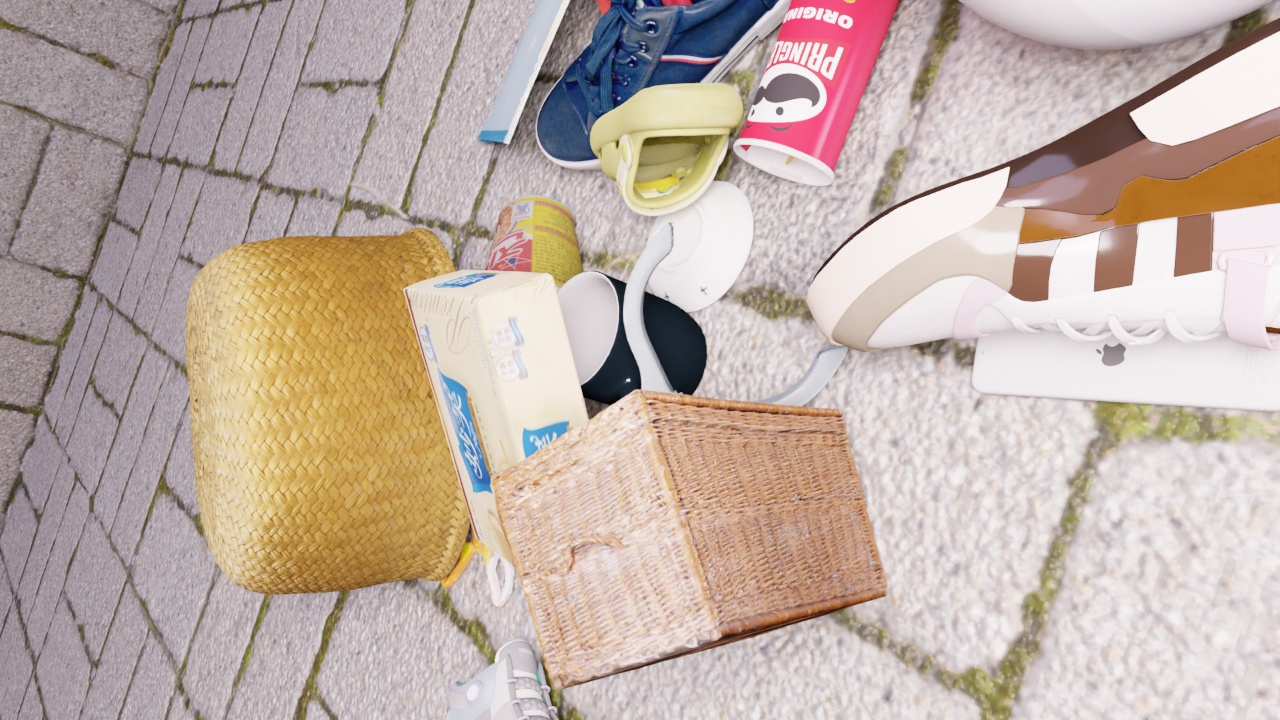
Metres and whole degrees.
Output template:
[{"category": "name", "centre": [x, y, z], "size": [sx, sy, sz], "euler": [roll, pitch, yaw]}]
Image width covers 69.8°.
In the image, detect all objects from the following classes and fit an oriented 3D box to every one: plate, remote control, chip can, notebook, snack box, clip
[{"category": "plate", "centre": [0.036, -0.089, 0.684], "size": [0.105, 0.026, 0.104], "euler": [-19, 63, 42]}, {"category": "remote control", "centre": [0.235, -0.002, 0.451], "size": [0.147, 0.008, 0.045], "euler": [3, 78, 47]}, {"category": "chip can", "centre": [0.132, -0.231, 0.600], "size": [0.069, 0.069, 0.220], "euler": [22, 92, 49]}, {"category": "notebook", "centre": [-0.102, -0.283, 0.844], "size": [0.181, 0.009, 0.253], "euler": [-65, 19, 7]}, {"category": "snack box", "centre": [-0.090, 0.044, 0.635], "size": [0.153, 0.055, 0.207], "euler": [11, 118, 58]}, {"category": "clip", "centre": [0.027, -0.019, 0.571], "size": [0.169, 0.031, 0.164], "euler": [-27, 93, 6]}]

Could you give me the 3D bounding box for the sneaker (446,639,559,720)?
[{"category": "sneaker", "centre": [-0.054, 0.257, 0.618], "size": [0.257, 0.093, 0.160], "euler": [-33, 46, 34]}]

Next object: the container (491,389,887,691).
[{"category": "container", "centre": [0.035, 0.093, 0.491], "size": [0.114, 0.198, 0.112], "euler": [-31, 67, 35]}]

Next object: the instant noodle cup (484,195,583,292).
[{"category": "instant noodle cup", "centre": [-0.091, -0.075, 0.770], "size": [0.101, 0.100, 0.112], "euler": [-33, 46, 35]}]

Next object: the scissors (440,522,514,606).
[{"category": "scissors", "centre": [-0.135, 0.159, 0.787], "size": [0.125, 0.011, 0.131], "euler": [-54, 46, 20]}]

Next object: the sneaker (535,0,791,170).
[{"category": "sneaker", "centre": [-0.007, -0.249, 0.695], "size": [0.295, 0.127, 0.120], "euler": [-33, 73, 40]}]

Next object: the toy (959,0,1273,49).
[{"category": "toy", "centre": [0.212, -0.277, 0.378], "size": [0.264, 0.280, 0.265], "euler": [-40, 30, 30]}]

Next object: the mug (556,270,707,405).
[{"category": "mug", "centre": [-0.004, 0.004, 0.641], "size": [0.085, 0.094, 0.121], "euler": [-47, 47, 25]}]

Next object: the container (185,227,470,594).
[{"category": "container", "centre": [-0.273, 0.040, 0.786], "size": [0.307, 0.196, 0.307], "euler": [6, 98, 58]}]

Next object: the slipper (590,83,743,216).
[{"category": "slipper", "centre": [0.021, -0.145, 0.653], "size": [0.190, 0.091, 0.081], "euler": [-166, 69, -77]}]

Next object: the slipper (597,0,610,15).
[{"category": "slipper", "centre": [-0.003, -0.366, 0.805], "size": [0.104, 0.059, 0.248], "euler": [-25, 74, 40]}]

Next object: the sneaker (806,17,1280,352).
[{"category": "sneaker", "centre": [0.216, -0.041, 0.425], "size": [0.295, 0.111, 0.116], "euler": [-24, 73, 38]}]
